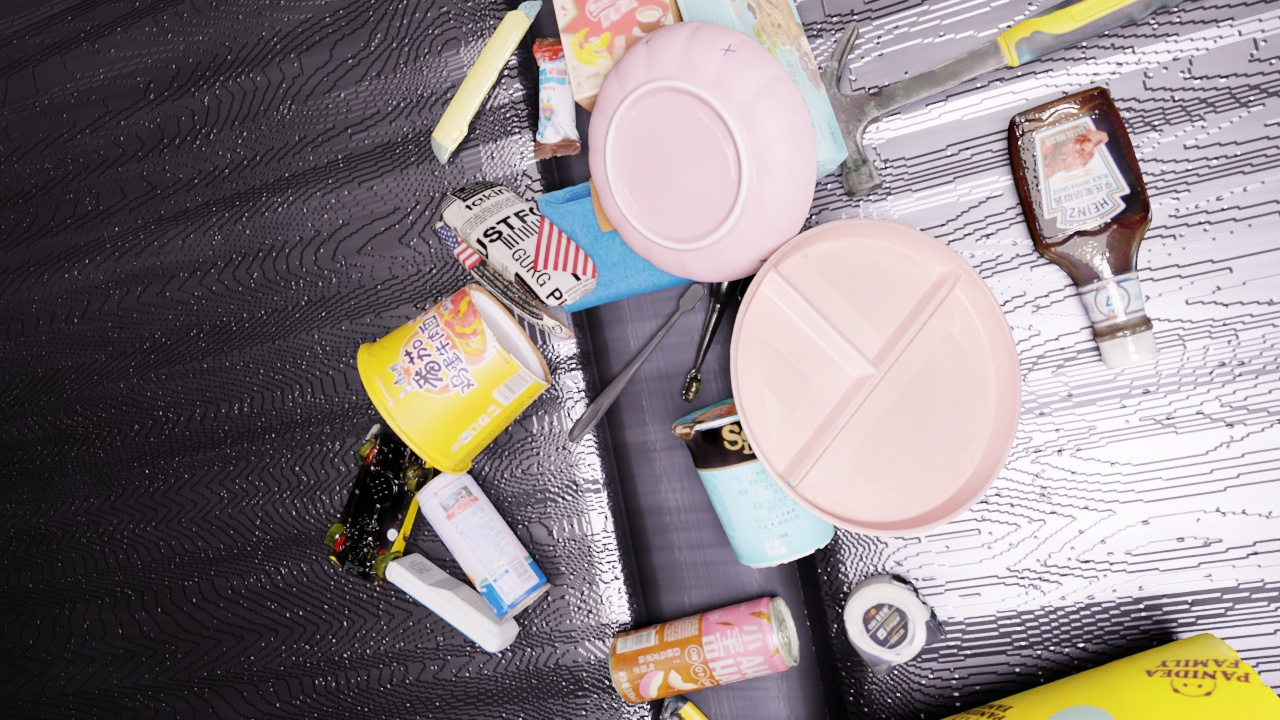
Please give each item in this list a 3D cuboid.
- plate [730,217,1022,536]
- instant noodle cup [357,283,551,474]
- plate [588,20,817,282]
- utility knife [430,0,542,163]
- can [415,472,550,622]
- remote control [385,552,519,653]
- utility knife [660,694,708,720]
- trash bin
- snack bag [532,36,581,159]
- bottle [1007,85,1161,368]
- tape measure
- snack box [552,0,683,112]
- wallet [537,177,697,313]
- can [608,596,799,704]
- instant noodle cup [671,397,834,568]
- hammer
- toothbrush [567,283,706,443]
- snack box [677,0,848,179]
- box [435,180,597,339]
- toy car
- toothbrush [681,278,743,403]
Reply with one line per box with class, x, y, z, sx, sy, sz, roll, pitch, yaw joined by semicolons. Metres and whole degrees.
plate;0.169;0.011;0.660;0.229;0.028;0.229;3;79;-15
instant noodle cup;-0.150;0.009;0.771;0.110;0.138;0.138;-38;80;7
plate;0.033;-0.145;0.671;0.193;0.038;0.193;17;121;30
utility knife;-0.141;-0.252;0.819;0.031;0.018;0.168;36;103;10
can;-0.139;0.160;0.805;0.053;0.053;0.134;-42;79;14
remote control;-0.166;0.214;0.817;0.125;0.049;0.024;30;97;15
utility knife;0.089;0.358;0.753;0.209;0.015;0.033;46;106;12
trash bin;0.293;0.311;0.586;0.255;0.229;0.229;-29;82;11
snack bag;-0.073;-0.228;0.793;0.045;0.026;0.105;-1;93;15
bottle;0.324;-0.092;0.657;0.080;0.044;0.195;-16;86;18
tape measure;0.191;0.200;0.709;0.066;0.033;0.066;-36;82;13
snack box;-0.009;-0.258;0.744;0.093;0.077;0.094;-13;86;18
wallet;-0.015;-0.105;0.771;0.133;0.040;0.106;-12;91;18
can;0.050;0.235;0.742;0.147;0.057;0.058;-19;85;17
instant noodle cup;0.093;0.090;0.708;0.111;0.111;0.120;-17;93;17
hammer;0.286;-0.239;0.673;0.324;0.031;0.126;-21;85;17
toothbrush;-0.005;0.005;0.781;0.015;0.018;0.181;43;105;7
snack box;0.092;-0.220;0.701;0.052;0.074;0.174;-30;75;51
box;-0.109;-0.079;0.778;0.163;0.076;0.088;40;146;22
toy car;-0.235;0.132;0.842;0.071;0.041;0.156;24;99;16
toothbrush;0.071;-0.066;0.748;0.026;0.027;0.213;16;97;-15
